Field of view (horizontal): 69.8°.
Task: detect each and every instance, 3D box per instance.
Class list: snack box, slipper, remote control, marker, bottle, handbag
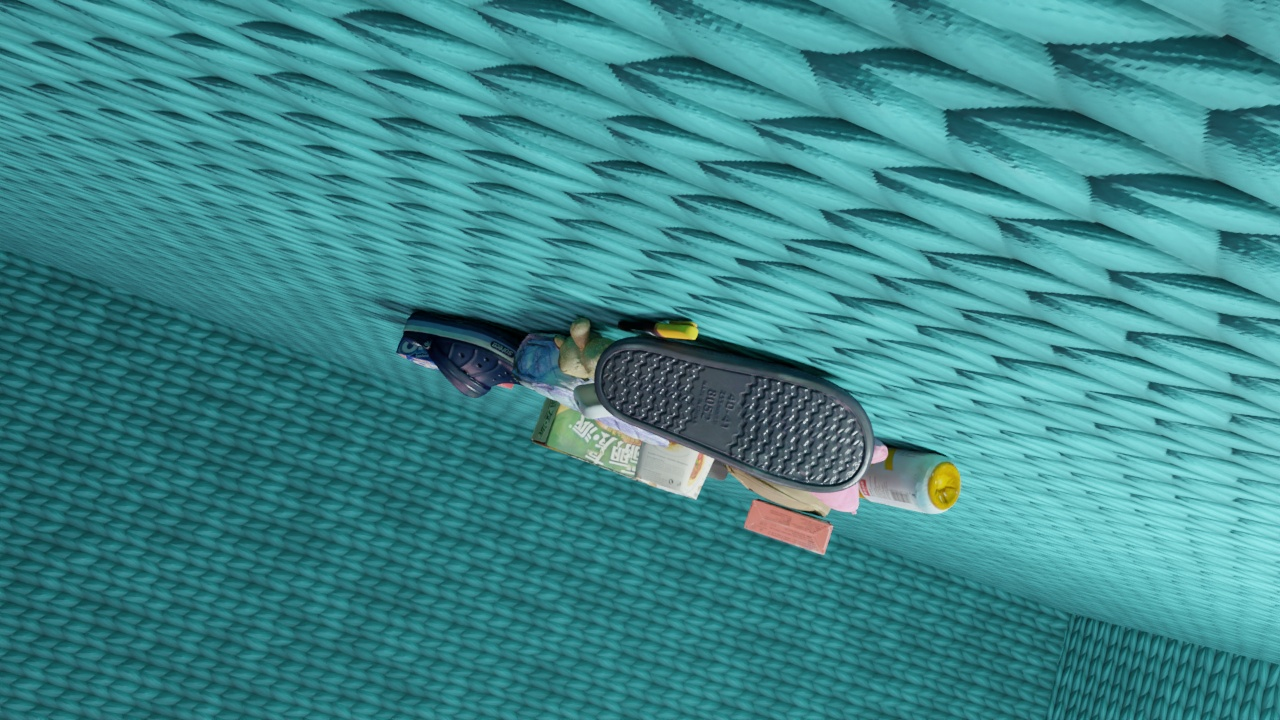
[{"bbox_3d":[0.208,0.232,1.292,0.113,0.044,0.127,17,175,12],"label":"snack box"},{"bbox_3d":[0.091,0.036,0.869,0.268,0.111,0.083,18,-159,8],"label":"slipper"},{"bbox_3d":[-0.045,0.115,1.463,0.240,0.114,0.063,24,170,-28],"label":"snack box"},{"bbox_3d":[-0.004,0.037,1.008,0.135,0.020,0.056,-8,-153,-17],"label":"remote control"},{"bbox_3d":[-0.227,-0.002,1.212,0.253,0.095,0.105,16,174,33],"label":"slipper"},{"bbox_3d":[0.013,-0.030,0.840,0.018,0.015,0.124,25,171,-30],"label":"marker"},{"bbox_3d":[0.288,0.136,1.096,0.068,0.068,0.190,24,169,-31],"label":"bottle"},{"bbox_3d":[0.200,0.150,1.271,0.148,0.099,0.204,22,173,24],"label":"handbag"},{"bbox_3d":[-0.047,0.034,1.111,0.193,0.075,0.134,29,170,-30],"label":"handbag"},{"bbox_3d":[-0.267,-0.009,1.349,0.208,0.057,0.058,12,166,36],"label":"snack box"}]

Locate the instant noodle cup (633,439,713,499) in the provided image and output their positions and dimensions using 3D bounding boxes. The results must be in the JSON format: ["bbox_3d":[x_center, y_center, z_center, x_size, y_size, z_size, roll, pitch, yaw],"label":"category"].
[{"bbox_3d":[0.053,0.118,1.265,0.117,0.124,0.116,14,170,22],"label":"instant noodle cup"}]

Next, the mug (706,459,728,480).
[{"bbox_3d":[0.090,0.125,1.415,0.103,0.084,0.123,17,-163,-1],"label":"mug"}]

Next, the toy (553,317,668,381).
[{"bbox_3d":[-0.028,-0.005,0.944,0.157,0.066,0.105,1,128,49],"label":"toy"}]

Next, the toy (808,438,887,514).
[{"bbox_3d":[0.180,0.094,0.957,0.178,0.074,0.195,48,154,-12],"label":"toy"}]
